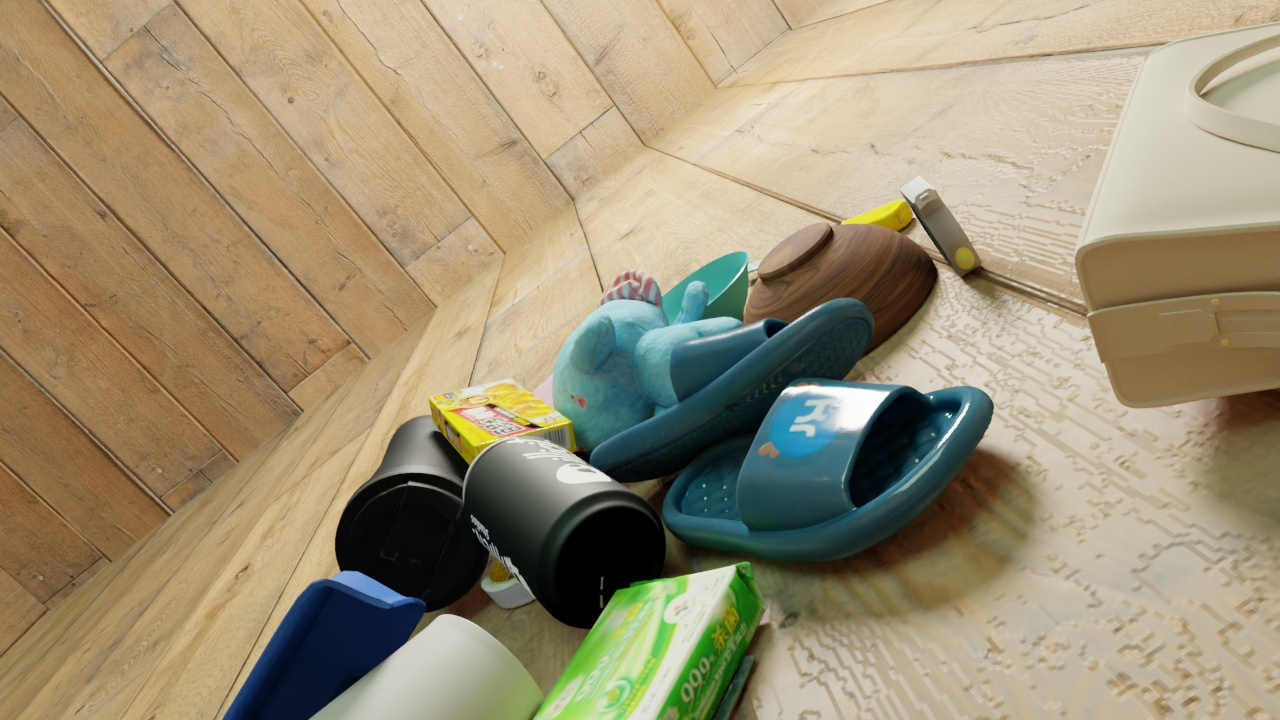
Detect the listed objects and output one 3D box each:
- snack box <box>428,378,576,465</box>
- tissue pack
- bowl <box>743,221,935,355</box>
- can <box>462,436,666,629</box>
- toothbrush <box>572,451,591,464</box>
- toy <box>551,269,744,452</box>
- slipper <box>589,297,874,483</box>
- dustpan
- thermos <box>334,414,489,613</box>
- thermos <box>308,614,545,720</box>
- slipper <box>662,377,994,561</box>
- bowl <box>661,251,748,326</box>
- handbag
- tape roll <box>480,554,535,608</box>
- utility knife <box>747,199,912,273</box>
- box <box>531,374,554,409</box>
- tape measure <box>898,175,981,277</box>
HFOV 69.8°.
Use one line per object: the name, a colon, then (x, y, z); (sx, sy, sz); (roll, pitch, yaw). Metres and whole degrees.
snack box: (-0.112, 0.049, 0.720); (0.075, 0.025, 0.152); (-13, 17, -22)
tissue pack: (0.003, 0.147, 0.429); (0.100, 0.034, 0.113); (-24, 19, 45)
bowl: (0.125, -0.055, 0.649); (0.147, 0.069, 0.147); (-35, 16, 12)
can: (-0.051, 0.098, 0.554); (0.080, 0.080, 0.146); (-43, 27, -15)
toothbrush: (-0.056, 0.074, 0.685); (0.188, 0.014, 0.017); (-1, 7, 33)
toy: (-0.004, 0.004, 0.689); (0.181, 0.114, 0.183); (-12, 59, 51)
slipper: (0.052, 0.018, 0.569); (0.214, 0.059, 0.103); (-35, -26, 34)
dustpan: (-0.199, 0.209, 0.557); (0.245, 0.059, 0.257); (-58, 5, 2)
thermos: (-0.173, 0.107, 0.728); (0.106, 0.106, 0.218); (-38, 16, 0)
thermos: (-0.141, 0.219, 0.403); (0.132, 0.131, 0.221); (-20, 17, 49)
slipper: (0.078, 0.055, 0.472); (0.214, 0.059, 0.103); (-21, 25, 52)
bowl: (0.056, -0.040, 0.800); (0.121, 0.046, 0.121); (-35, 16, 12)
handbag: (0.283, -0.070, 0.330); (0.198, 0.101, 0.194); (-6, 34, 41)
tape roll: (-0.072, 0.134, 0.652); (0.094, 0.019, 0.094); (-36, 16, 12)
utility knife: (0.154, -0.102, 0.807); (0.028, 0.020, 0.198); (-47, 19, -32)
box: (-0.094, 0.065, 0.874); (0.232, 0.041, 0.098); (-45, 24, -17)
tape measure: (0.194, -0.088, 0.596); (0.017, 0.065, 0.064); (-34, 14, 16)
